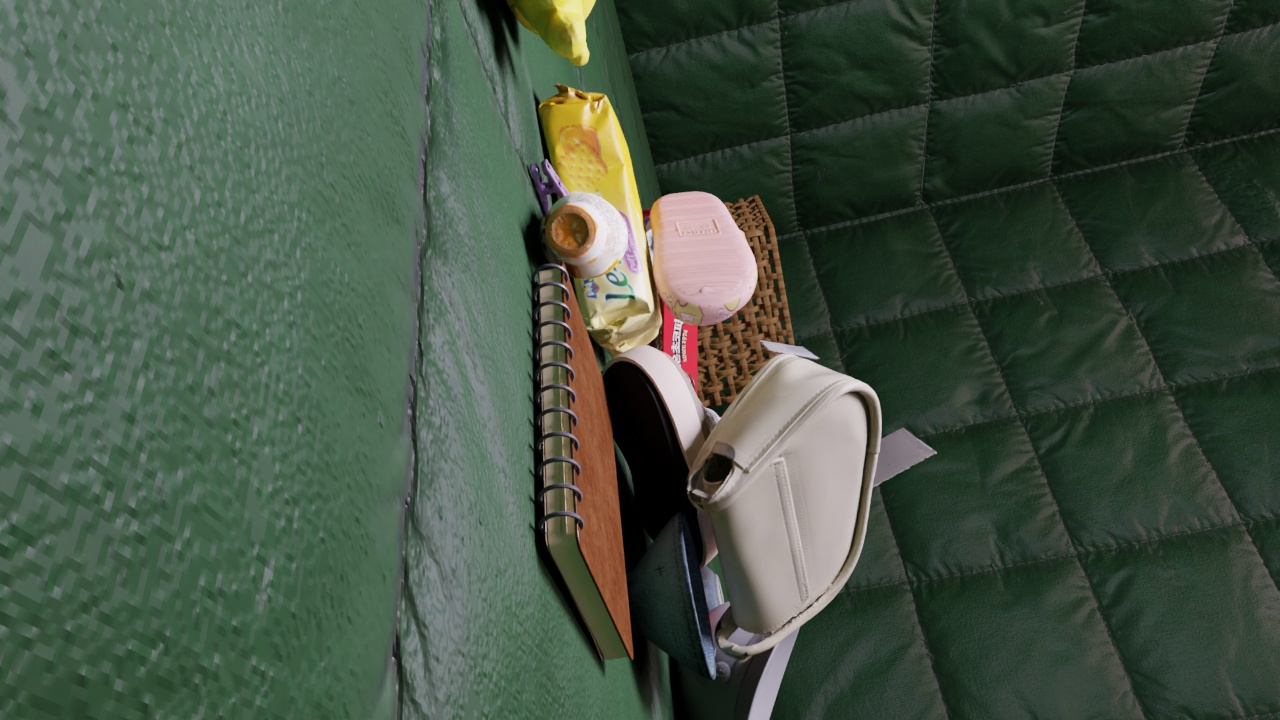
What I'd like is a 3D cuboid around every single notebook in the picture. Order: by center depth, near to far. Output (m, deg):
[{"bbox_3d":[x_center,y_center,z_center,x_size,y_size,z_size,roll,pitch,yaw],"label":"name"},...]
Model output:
[{"bbox_3d":[-0.039,0.061,0.607,0.168,0.024,0.225,74,6,-48],"label":"notebook"}]

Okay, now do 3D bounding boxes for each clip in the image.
[{"bbox_3d":[-0.069,-0.134,0.710,0.051,0.032,0.013,69,12,-48],"label":"clip"}]

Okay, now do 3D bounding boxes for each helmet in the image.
[{"bbox_3d":[0.088,0.317,0.954,0.271,0.118,0.183,47,62,-69],"label":"helmet"}]

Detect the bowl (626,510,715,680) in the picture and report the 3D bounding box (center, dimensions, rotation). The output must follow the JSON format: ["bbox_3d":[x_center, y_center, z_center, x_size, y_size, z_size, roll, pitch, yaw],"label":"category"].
[{"bbox_3d":[0.021,0.197,0.757,0.137,0.057,0.137,-11,89,-85],"label":"bowl"}]

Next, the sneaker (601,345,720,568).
[{"bbox_3d":[0.053,0.077,0.835,0.112,0.116,0.294,33,-27,37],"label":"sneaker"}]

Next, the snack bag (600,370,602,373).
[{"bbox_3d":[-0.023,0.035,0.849,0.099,0.020,0.026,69,15,-62],"label":"snack bag"}]

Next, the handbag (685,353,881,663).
[{"bbox_3d":[0.103,0.116,0.787,0.132,0.183,0.229,24,-41,45],"label":"handbag"}]

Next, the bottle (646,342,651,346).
[{"bbox_3d":[-0.006,0.006,0.975,0.109,0.044,0.044,-95,172,-47],"label":"bottle"}]

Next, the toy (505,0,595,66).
[{"bbox_3d":[-0.071,-0.305,0.709,0.207,0.092,0.134,-93,167,-45],"label":"toy"}]

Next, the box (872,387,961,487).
[{"bbox_3d":[0.178,0.121,1.050,0.167,0.330,0.165,-54,120,-83],"label":"box"}]

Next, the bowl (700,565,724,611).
[{"bbox_3d":[0.071,0.288,1.109,0.110,0.055,0.110,-11,89,-84],"label":"bowl"}]

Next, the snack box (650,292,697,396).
[{"bbox_3d":[0.030,0.007,1.008,0.133,0.036,0.151,117,-23,-67],"label":"snack box"}]

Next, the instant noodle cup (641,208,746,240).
[{"bbox_3d":[0.042,-0.116,1.153,0.179,0.179,0.077,64,32,-69],"label":"instant noodle cup"}]

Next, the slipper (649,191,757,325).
[{"bbox_3d":[0.056,-0.088,0.870,0.197,0.093,0.082,-95,-178,-51],"label":"slipper"}]

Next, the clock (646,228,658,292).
[{"bbox_3d":[0.013,-0.113,1.028,0.057,0.117,0.083,44,3,2],"label":"clock"}]

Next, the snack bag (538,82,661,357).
[{"bbox_3d":[-0.031,-0.126,0.850,0.159,0.068,0.247,37,41,-80],"label":"snack bag"}]

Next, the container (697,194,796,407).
[{"bbox_3d":[0.103,-0.085,1.385,0.219,0.214,0.252,-88,165,-68],"label":"container"}]

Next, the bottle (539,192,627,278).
[{"bbox_3d":[-0.043,-0.092,0.671,0.108,0.063,0.063,-49,127,-83],"label":"bottle"}]
